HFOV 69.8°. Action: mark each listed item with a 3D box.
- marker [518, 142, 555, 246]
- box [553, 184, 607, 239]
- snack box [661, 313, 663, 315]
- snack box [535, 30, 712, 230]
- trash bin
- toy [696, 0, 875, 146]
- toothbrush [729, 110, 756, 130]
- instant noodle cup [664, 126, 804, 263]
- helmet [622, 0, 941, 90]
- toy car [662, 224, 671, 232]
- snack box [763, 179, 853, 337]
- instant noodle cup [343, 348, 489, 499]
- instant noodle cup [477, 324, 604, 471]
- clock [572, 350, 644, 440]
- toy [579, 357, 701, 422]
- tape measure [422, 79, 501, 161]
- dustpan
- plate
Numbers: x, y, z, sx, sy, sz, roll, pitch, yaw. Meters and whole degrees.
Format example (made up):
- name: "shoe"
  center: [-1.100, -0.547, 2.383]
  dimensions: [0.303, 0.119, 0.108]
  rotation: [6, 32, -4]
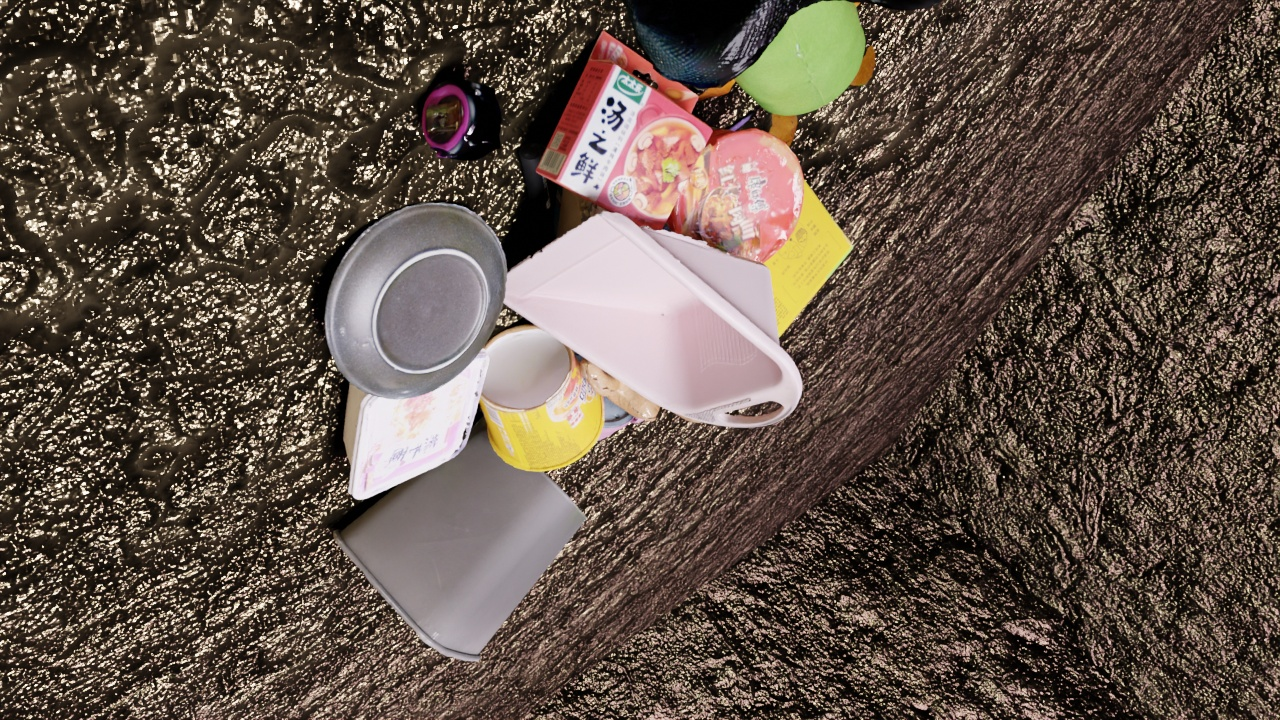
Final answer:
- name: "marker"
  center: [-0.093, -0.147, 0.829]
  dimensions: [0.022, 0.020, 0.132]
  rotation: [-9, 154, -4]
- name: "box"
  center: [-0.033, -0.148, 0.879]
  dimensions: [0.089, 0.059, 0.185]
  rotation: [-27, 156, -30]
- name: "snack box"
  center: [0.044, -0.059, 1.157]
  dimensions: [0.057, 0.058, 0.208]
  rotation: [-48, 160, -15]
- name: "snack box"
  center: [-0.007, -0.185, 0.760]
  dimensions: [0.113, 0.044, 0.127]
  rotation: [22, 97, -36]
- name: "trash bin"
  center: [-0.199, 0.205, 1.088]
  dimensions: [0.219, 0.199, 0.199]
  rotation: [-45, 160, -11]
- name: "toy"
  center: [0.147, -0.295, 0.865]
  dimensions: [0.227, 0.090, 0.246]
  rotation: [-32, 157, 12]
- name: "toothbrush"
  center: [0.053, -0.213, 0.965]
  dimensions: [0.188, 0.017, 0.014]
  rotation: [-39, 170, -16]
- name: "instant noodle cup"
  center: [0.076, -0.168, 0.900]
  dimensions: [0.137, 0.108, 0.138]
  rotation: [-10, 118, -19]
- name: "helmet"
  center: [0.051, -0.286, 0.490]
  dimensions: [0.233, 0.275, 0.230]
  rotation: [5, 102, -73]
- name: "toy car"
  center: [0.059, -0.182, 0.988]
  dimensions: [0.120, 0.037, 0.054]
  rotation: [-43, 171, 2]
- name: "snack box"
  center: [0.121, -0.109, 1.041]
  dimensions: [0.210, 0.070, 0.157]
  rotation: [-50, 119, -8]
- name: "instant noodle cup"
  center: [-0.230, 0.047, 0.901]
  dimensions: [0.137, 0.060, 0.174]
  rotation: [-24, 153, -38]
- name: "instant noodle cup"
  center: [-0.114, 0.035, 0.989]
  dimensions: [0.138, 0.138, 0.110]
  rotation: [-37, 149, -14]
- name: "clock"
  center: [-0.047, 0.036, 1.118]
  dimensions: [0.158, 0.117, 0.060]
  rotation: [-23, 161, -35]
- name: "toy"
  center: [-0.006, 0.006, 1.042]
  dimensions: [0.225, 0.143, 0.083]
  rotation: [7, 131, -48]
- name: "tape measure"
  center: [-0.130, -0.173, 0.662]
  dimensions: [0.058, 0.057, 0.039]
  rotation: [-5, 178, 37]
- name: "dustpan"
  center: [0.017, -0.017, 0.852]
  dimensions: [0.273, 0.138, 0.223]
  rotation: [6, 165, -31]
- name: "plate"
  center: [-0.181, -0.045, 0.779]
  dimensions: [0.179, 0.024, 0.180]
  rotation: [-28, 134, -34]
